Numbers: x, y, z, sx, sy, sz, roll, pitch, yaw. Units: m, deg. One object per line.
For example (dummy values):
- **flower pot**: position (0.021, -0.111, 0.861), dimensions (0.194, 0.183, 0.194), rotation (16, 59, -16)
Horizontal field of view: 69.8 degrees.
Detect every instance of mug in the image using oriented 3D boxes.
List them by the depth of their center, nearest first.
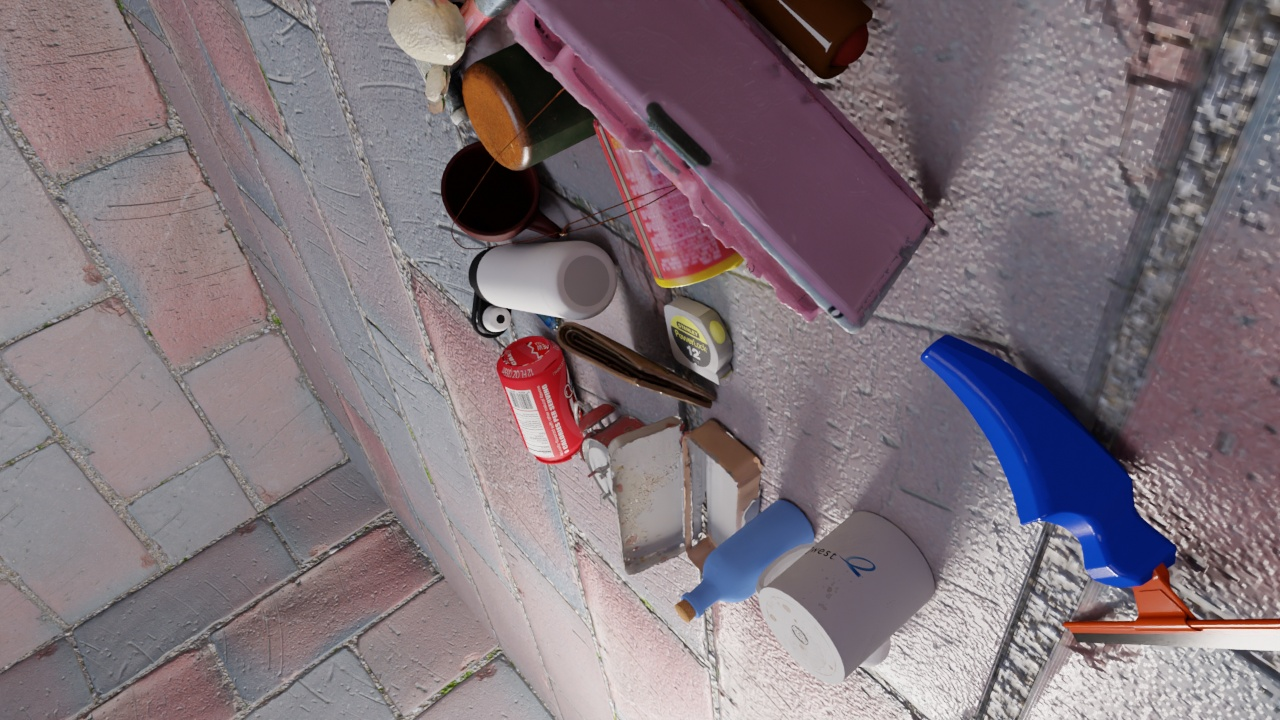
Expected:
- **mug**: position (-0.085, -0.196, 0.682), dimensions (0.111, 0.081, 0.085), rotation (31, 146, 45)
- **mug**: position (0.141, 0.170, 0.689), dimensions (0.120, 0.096, 0.083), rotation (13, 132, 58)
- **mug**: position (-0.123, -0.141, 0.848), dimensions (0.114, 0.087, 0.088), rotation (28, 174, -1)

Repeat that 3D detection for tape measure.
- **tape measure**: position (0.047, -0.016, 0.735), dimensions (0.064, 0.016, 0.065), rotation (31, 145, 45)

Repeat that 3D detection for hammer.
- **hammer**: position (-0.124, -0.287, 0.707), dimensions (0.140, 0.036, 0.327), rotation (61, 156, -13)

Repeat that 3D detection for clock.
- **clock**: position (-0.027, 0.107, 0.975), dimensions (0.157, 0.061, 0.110), rotation (44, 154, 27)

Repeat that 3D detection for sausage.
- **sausage**: position (0.055, -0.203, 0.462), dimensions (0.155, 0.040, 0.040), rotation (49, 155, 15)

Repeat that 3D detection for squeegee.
- **squeegee**: position (0.214, 0.060, 0.467), dimensions (0.185, 0.055, 0.249), rotation (50, 173, 15)

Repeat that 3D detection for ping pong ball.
- **ping pong ball**: position (0.184, 0.230, 0.751), dimensions (0.040, 0.040, 0.040), rotation (43, 153, 28)

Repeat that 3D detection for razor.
- **razor**: position (-0.129, -0.065, 1.009), dimensions (0.141, 0.018, 0.044), rotation (32, 122, 39)

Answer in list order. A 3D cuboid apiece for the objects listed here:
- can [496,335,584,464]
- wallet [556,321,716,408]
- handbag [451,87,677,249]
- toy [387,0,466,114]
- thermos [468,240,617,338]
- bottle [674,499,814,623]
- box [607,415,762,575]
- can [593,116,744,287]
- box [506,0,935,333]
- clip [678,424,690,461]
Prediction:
- **can**: position (-0.110, 0.045, 1.040), dimensions (0.074, 0.074, 0.143), rotation (31, 146, 45)
- **wallet**: position (-0.005, 0.005, 0.792), dimensions (0.098, 0.027, 0.121), rotation (23, -178, -44)
- **handbag**: position (-0.024, -0.121, 0.522), dimensions (0.093, 0.196, 0.043), rotation (60, 178, -14)
- **toy**: position (-0.168, -0.257, 0.723), dimensions (0.087, 0.050, 0.112), rotation (24, 147, 46)
- **thermos**: position (-0.104, -0.063, 0.883), dimensions (0.230, 0.068, 0.101), rotation (12, 99, 60)
- **bottle**: position (0.082, 0.170, 0.757), dimensions (0.048, 0.131, 0.048), rotation (43, 153, 28)
- **box**: position (0.040, 0.150, 0.859), dimensions (0.115, 0.095, 0.217), rotation (37, 150, 32)
- **can**: position (0.021, -0.114, 0.601), dimensions (0.067, 0.066, 0.124), rotation (15, 133, 57)
- **box**: position (0.032, -0.111, 0.445), dimensions (0.232, 0.106, 0.100), rotation (45, 123, -8)
- **clip**: position (0.039, 0.084, 0.871), dimensions (0.044, 0.023, 0.060), rotation (50, 157, 5)
